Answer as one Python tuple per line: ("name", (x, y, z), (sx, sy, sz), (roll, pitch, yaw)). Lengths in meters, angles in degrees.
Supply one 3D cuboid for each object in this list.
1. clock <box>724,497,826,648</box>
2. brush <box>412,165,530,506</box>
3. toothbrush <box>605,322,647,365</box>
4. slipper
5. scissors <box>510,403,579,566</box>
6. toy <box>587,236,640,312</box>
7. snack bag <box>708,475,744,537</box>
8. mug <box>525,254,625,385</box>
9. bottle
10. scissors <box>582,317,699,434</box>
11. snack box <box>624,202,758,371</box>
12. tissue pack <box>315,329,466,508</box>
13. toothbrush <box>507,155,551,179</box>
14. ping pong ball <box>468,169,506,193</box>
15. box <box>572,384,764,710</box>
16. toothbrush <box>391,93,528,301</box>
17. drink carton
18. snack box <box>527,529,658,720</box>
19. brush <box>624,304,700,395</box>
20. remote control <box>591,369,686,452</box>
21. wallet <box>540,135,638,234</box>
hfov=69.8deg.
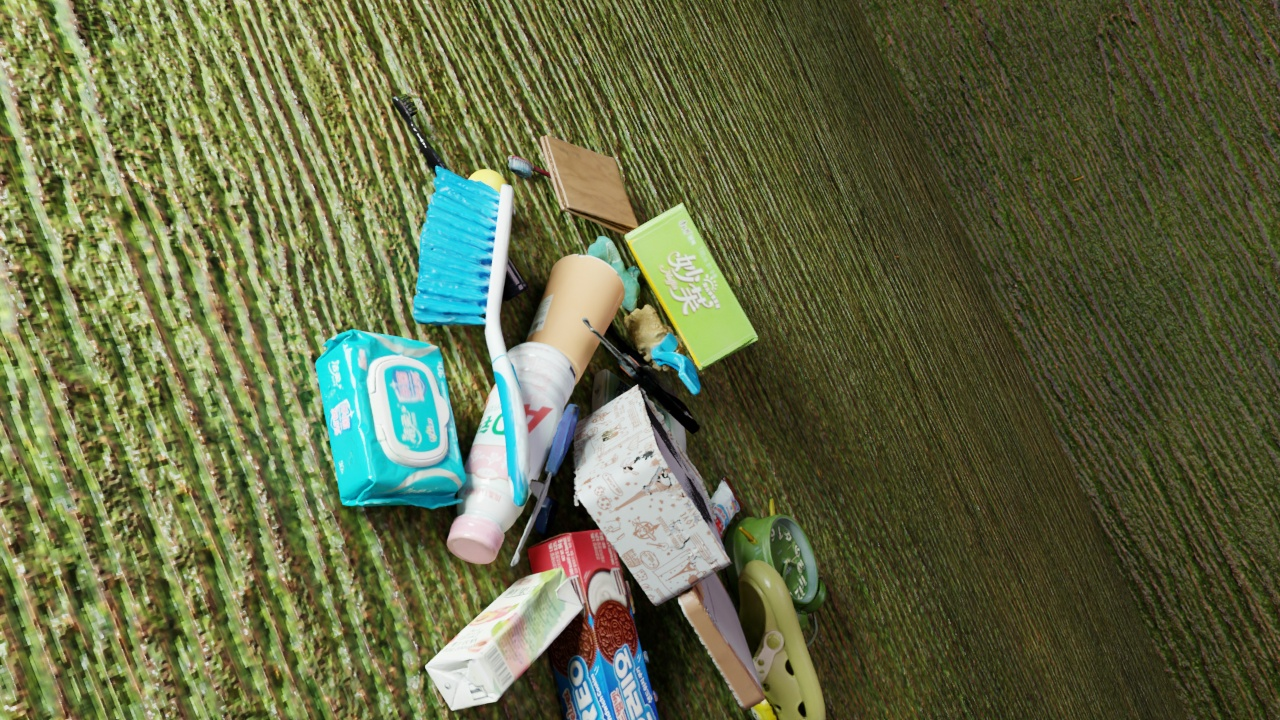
("clock", (0.156, 0.243, 1.025), (0.115, 0.056, 0.161), (-25, 90, -56))
("brush", (-0.135, -0.031, 0.754), (0.109, 0.061, 0.313), (7, 57, -10))
("toothbrush", (0.005, 0.009, 1.009), (0.189, 0.014, 0.016), (50, 12, -23))
("slipper", (0.123, 0.301, 0.932), (0.081, 0.092, 0.190), (-14, 89, -17))
("scissors", (-0.075, 0.100, 0.736), (0.012, 0.163, 0.174), (14, 56, 4))
("toy", (-0.026, -0.098, 1.025), (0.092, 0.030, 0.096), (58, 25, -19))
("snack bag", (0.087, 0.167, 1.007), (0.045, 0.026, 0.105), (57, 31, -6))
("mug", (-0.068, -0.035, 0.881), (0.078, 0.078, 0.122), (47, 41, -26))
("bottle", (-0.108, 0.074, 0.758), (0.068, 0.068, 0.196), (44, 41, -28))
("scissors", (0.007, 0.018, 0.892), (0.148, 0.021, 0.235), (44, 0, 9))
("snack box", (0.051, -0.081, 0.997), (0.157, 0.070, 0.210), (60, 3, -5))
("tissue pack", (-0.183, 0.048, 0.681), (0.093, 0.050, 0.133), (6, 64, -54))
("toothbrush", (-0.078, -0.192, 1.024), (0.187, 0.016, 0.017), (15, 65, -50))
("ping pong ball", (-0.148, -0.163, 0.881), (0.040, 0.040, 0.040), (33, 44, -39))
("box", (0.037, 0.167, 0.831), (0.260, 0.082, 0.176), (59, 4, -17))
("toothbrush", (-0.170, -0.153, 0.857), (0.027, 0.026, 0.212), (-35, 99, -33))
("drink carton", (-0.098, 0.208, 0.691), (0.122, 0.054, 0.045), (-35, 100, -57))
("snack box", (-0.034, 0.245, 0.752), (0.058, 0.057, 0.207), (7, 63, -52))
("brush", (0.028, -0.006, 0.916), (0.083, 0.046, 0.254), (53, 0, -14))
("remote control", (0.001, 0.063, 0.959), (0.135, 0.019, 0.056), (37, 41, -36))
("wallet", (-0.056, -0.196, 1.023), (0.115, 0.020, 0.101), (9, 55, -49))
